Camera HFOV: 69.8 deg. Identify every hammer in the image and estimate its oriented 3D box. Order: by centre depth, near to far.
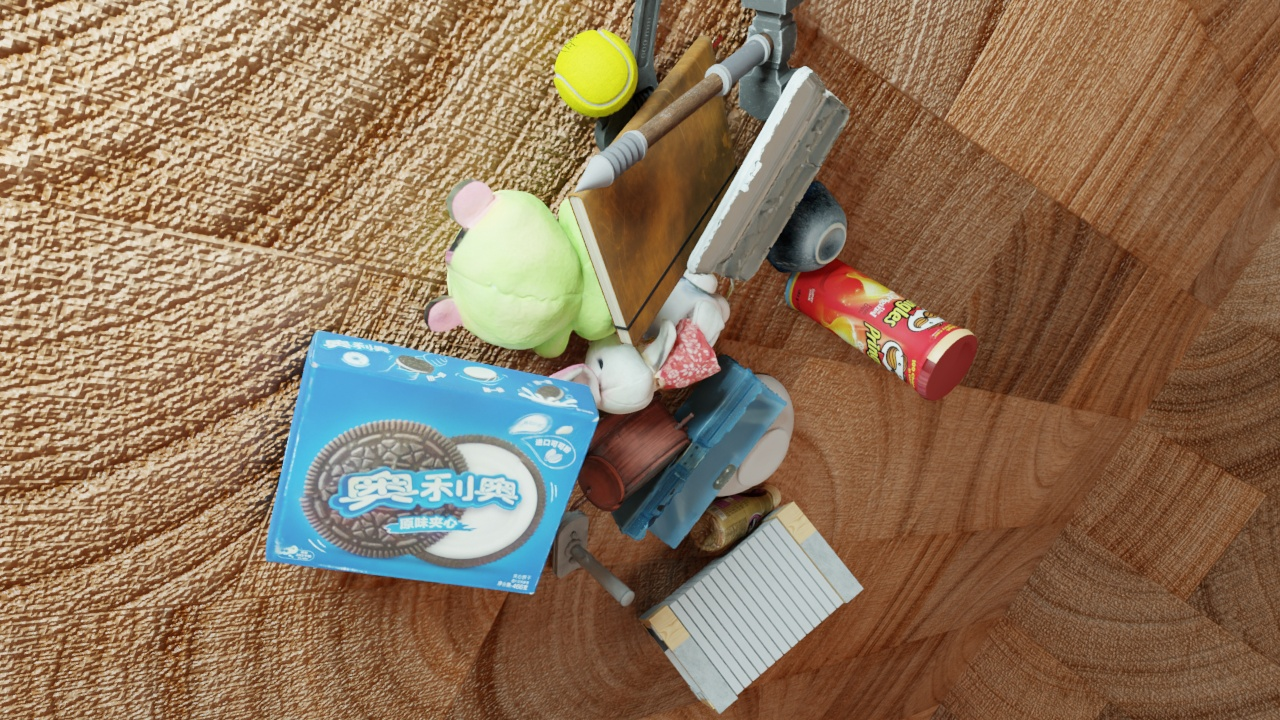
[{"bbox_3d":[0.044,-0.213,0.747,0.321,0.043,0.156,-46,146,-37],"label":"hammer"}]

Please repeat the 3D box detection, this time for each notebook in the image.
[{"bbox_3d":[0.028,-0.148,0.807,0.248,0.014,0.179,-57,145,-33],"label":"notebook"}]

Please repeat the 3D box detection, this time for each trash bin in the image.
[{"bbox_3d":[0.143,0.330,1.242,0.246,0.142,0.143,-36,172,-13],"label":"trash bin"}]

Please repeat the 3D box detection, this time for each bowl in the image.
[{"bbox_3d":[0.194,-0.141,1.027,0.110,0.055,0.110,-26,136,-29],"label":"bowl"},{"bbox_3d":[0.137,0.108,1.166,0.176,0.066,0.177,-26,136,-28],"label":"bowl"}]

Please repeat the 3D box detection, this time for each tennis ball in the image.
[{"bbox_3d":[-0.035,-0.225,0.721,0.065,0.065,0.065,-26,136,-28],"label":"tennis ball"}]

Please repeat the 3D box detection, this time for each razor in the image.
[{"bbox_3d":[-0.051,0.238,1.048,0.047,0.116,0.088,-26,136,-36],"label":"razor"}]

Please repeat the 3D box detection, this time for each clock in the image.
[{"bbox_3d":[-0.019,0.101,0.964,0.157,0.072,0.121,-40,171,-9],"label":"clock"},{"bbox_3d":[0.052,-0.050,0.967,0.125,0.052,0.089,-47,141,-9],"label":"clock"}]

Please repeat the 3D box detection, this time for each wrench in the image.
[{"bbox_3d":[0.005,-0.288,0.749,0.073,0.018,0.274,-18,131,-38],"label":"wrench"}]

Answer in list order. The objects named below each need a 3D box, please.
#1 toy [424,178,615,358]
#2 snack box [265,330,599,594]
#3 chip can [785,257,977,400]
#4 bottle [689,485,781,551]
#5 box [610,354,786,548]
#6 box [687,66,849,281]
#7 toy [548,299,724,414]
[{"bbox_3d":[-0.081,-0.068,0.781,0.196,0.107,0.150,-10,127,-52],"label":"toy"},{"bbox_3d":[-0.175,0.094,0.778,0.238,0.056,0.196,12,114,-19],"label":"snack box"},{"bbox_3d":[0.270,-0.045,1.051,0.086,0.213,0.087,-26,136,-28],"label":"chip can"},{"bbox_3d":[0.136,0.209,1.258,0.165,0.060,0.060,-16,132,-47],"label":"bottle"},{"bbox_3d":[0.077,0.119,1.064,0.111,0.094,0.231,36,93,-19],"label":"box"},{"bbox_3d":[0.121,-0.169,0.875,0.210,0.045,0.191,-61,162,17],"label":"box"},{"bbox_3d":[-0.005,0.005,0.879,0.194,0.084,0.159,-27,169,-5],"label":"toy"}]
